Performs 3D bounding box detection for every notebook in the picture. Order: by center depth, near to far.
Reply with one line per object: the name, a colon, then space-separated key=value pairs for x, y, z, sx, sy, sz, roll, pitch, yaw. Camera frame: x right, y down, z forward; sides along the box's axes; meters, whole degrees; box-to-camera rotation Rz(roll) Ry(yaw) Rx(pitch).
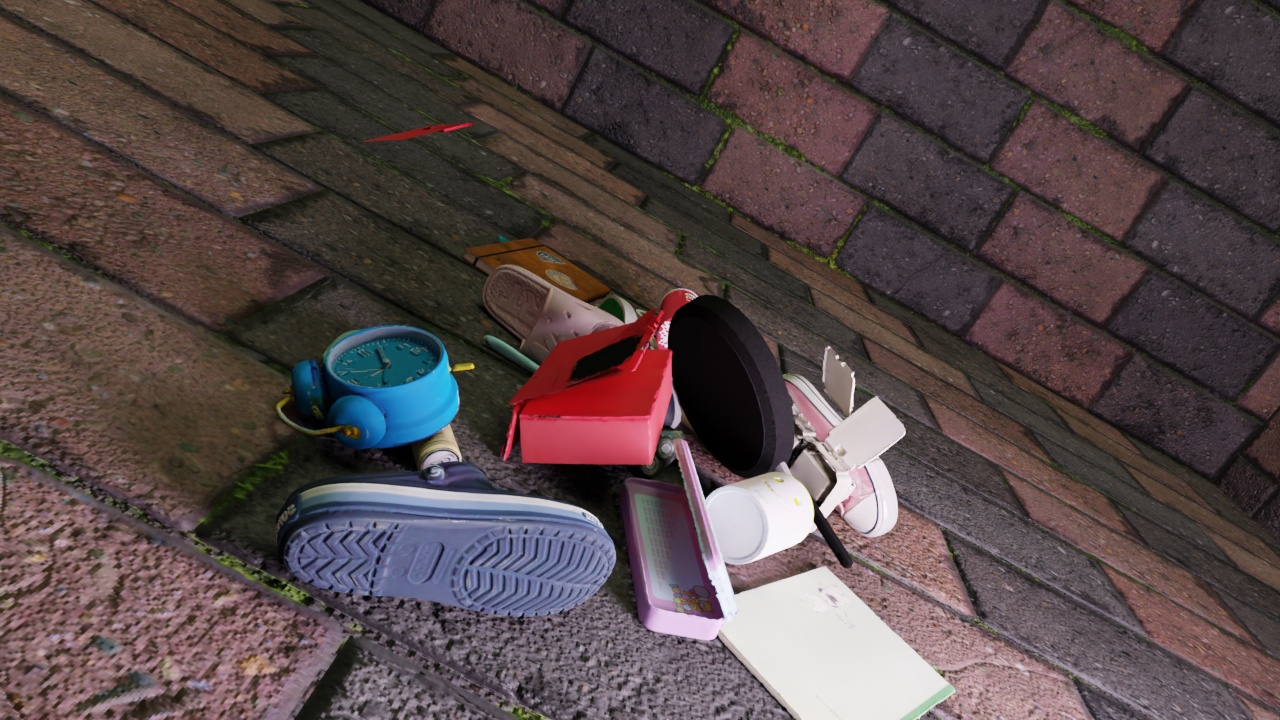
notebook: x=0.182 y=0.276 z=0.868 sx=0.182 sy=0.010 sz=0.252 roll=43 pitch=23 yaw=31
notebook: x=-0.157 y=-0.139 z=1.415 sx=0.178 sy=0.014 sz=0.248 roll=33 pitch=19 yaw=9

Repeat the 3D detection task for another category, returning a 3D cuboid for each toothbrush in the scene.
toothbrush: x=-0.110 y=0.020 z=1.083 sx=0.180 sy=0.016 sz=0.016 roll=32 pitch=28 yaw=4

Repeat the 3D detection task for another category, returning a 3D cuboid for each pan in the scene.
pan: x=0.131 y=0.086 z=1.053 sx=0.034 sy=0.226 sz=0.356 roll=-22 pitch=67 yaw=-23

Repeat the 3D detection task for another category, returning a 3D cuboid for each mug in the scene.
mug: x=0.122 y=0.163 z=0.957 sx=0.082 sy=0.083 sz=0.106 roll=40 pitch=22 yaw=27

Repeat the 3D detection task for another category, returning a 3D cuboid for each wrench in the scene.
wrench: x=0.066 y=-0.006 z=1.406 sx=0.086 sy=0.018 sz=0.273 roll=8 pitch=27 yaw=-47

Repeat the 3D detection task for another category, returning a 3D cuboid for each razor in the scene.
razor: x=0.024 y=0.096 z=1.013 sx=0.067 sy=0.054 sz=0.151 roll=-11 pitch=-2 yaw=22

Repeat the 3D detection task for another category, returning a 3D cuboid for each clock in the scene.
clock: x=-0.229 y=0.026 z=0.782 sx=0.117 sy=0.060 sz=0.161 roll=27 pitch=39 yaw=29

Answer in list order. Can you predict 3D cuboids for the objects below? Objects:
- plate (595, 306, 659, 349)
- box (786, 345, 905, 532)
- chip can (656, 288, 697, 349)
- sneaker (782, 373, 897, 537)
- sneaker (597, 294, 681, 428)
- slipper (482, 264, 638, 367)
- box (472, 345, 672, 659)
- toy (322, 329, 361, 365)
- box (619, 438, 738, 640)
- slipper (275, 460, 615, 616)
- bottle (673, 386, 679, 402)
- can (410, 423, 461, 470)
plate: x=-0.030 y=-0.031 z=1.298 sx=0.182 sy=0.034 sz=0.182 roll=27 pitch=19 yaw=-10
box: x=0.218 y=0.095 z=1.091 sx=0.068 sy=0.192 sz=0.143 roll=8 pitch=35 yaw=-40
chip can: x=0.060 y=-0.055 z=1.365 sx=0.069 sy=0.069 sz=0.220 roll=28 pitch=13 yaw=-5
sneaker: x=0.227 y=0.125 z=1.161 sx=0.087 sy=0.119 sz=0.241 roll=-22 pitch=70 yaw=-43
sneaker: x=-0.007 y=0.007 z=1.163 sx=0.079 sy=0.084 sz=0.235 roll=28 pitch=26 yaw=-35
slipper: x=-0.113 y=-0.043 z=1.122 sx=0.239 sy=0.094 sz=0.064 roll=33 pitch=14 yaw=25
box: x=-0.067 y=0.143 z=0.991 sx=0.153 sy=0.326 sz=0.213 roll=15 pitch=19 yaw=3
toy: x=-0.254 y=0.004 z=0.891 sx=0.105 sy=0.033 sz=0.085 roll=24 pitch=31 yaw=-20
box: x=0.040 y=0.163 z=0.847 sx=0.077 sy=0.096 sz=0.214 roll=41 pitch=14 yaw=-21
slipper: x=-0.130 y=0.117 z=0.664 sx=0.252 sy=0.105 sz=0.095 roll=15 pitch=31 yaw=-32
bottle: x=0.067 y=0.025 z=1.280 sx=0.047 sy=0.047 sz=0.112 roll=30 pitch=19 yaw=1
can: x=-0.185 y=0.069 z=0.813 sx=0.038 sy=0.038 sz=0.079 roll=17 pitch=23 yaw=-33
